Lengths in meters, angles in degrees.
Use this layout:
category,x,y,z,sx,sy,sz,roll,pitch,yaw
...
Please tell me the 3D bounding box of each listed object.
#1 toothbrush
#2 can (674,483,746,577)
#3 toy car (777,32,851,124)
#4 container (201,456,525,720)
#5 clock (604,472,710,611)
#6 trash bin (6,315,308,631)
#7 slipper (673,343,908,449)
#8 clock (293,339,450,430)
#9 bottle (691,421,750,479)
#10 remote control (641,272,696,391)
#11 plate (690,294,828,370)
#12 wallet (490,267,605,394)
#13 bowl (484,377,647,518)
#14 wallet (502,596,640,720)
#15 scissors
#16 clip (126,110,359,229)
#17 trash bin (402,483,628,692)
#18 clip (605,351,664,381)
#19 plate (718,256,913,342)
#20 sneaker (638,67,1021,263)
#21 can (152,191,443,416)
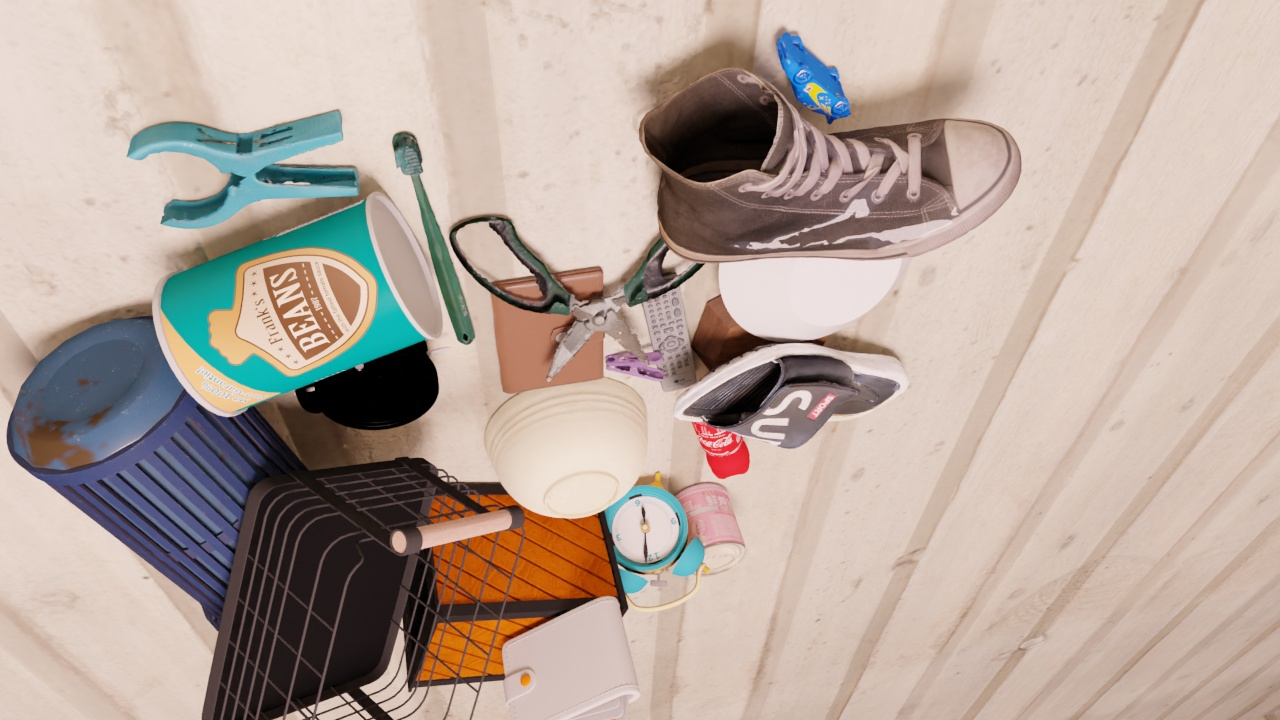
category,x,y,z,sx,sy,sz,roll,pitch,yaw
toothbrush,-0.140,-0.075,0.635,0.016,0.017,0.190,-14,140,-6
can,0.069,0.176,0.957,0.067,0.076,0.067,-10,140,-9
toy car,0.102,-0.170,0.608,0.062,0.033,0.092,-31,145,34
container,-0.195,0.197,0.670,0.162,0.130,0.241,-2,113,-54
clock,0.009,0.179,0.900,0.099,0.129,0.044,-17,159,-2
trash bin,-0.321,0.089,0.668,0.139,0.139,0.250,-17,139,0
slipper,0.146,0.038,0.798,0.263,0.063,0.111,2,146,-44
clock,-0.210,0.006,0.684,0.120,0.042,0.091,7,135,-27
bottle,0.072,0.064,0.854,0.042,0.041,0.142,-20,140,3
remote control,0.024,-0.020,0.761,0.033,0.013,0.137,-16,141,-1
plate,0.109,-0.020,0.783,0.131,0.025,0.131,-10,140,-9
wallet,-0.071,-0.020,0.726,0.087,0.013,0.121,-9,138,-10
bowl,-0.058,0.090,0.812,0.150,0.075,0.151,-10,141,-9
wallet,-0.058,0.275,0.772,0.118,0.115,0.037,-29,139,13
scissors,-0.039,-0.069,0.671,0.205,0.015,0.202,27,114,-33
clip,-0.238,-0.102,0.563,0.130,0.030,0.120,2,132,-21
trash bin,-0.129,0.212,0.877,0.171,0.139,0.140,4,136,-24
clip,-0.005,0.005,0.771,0.050,0.013,0.029,3,140,10
plate,0.147,-0.075,0.698,0.173,0.036,0.174,-11,130,-14
sneaker,0.118,-0.125,0.569,0.235,0.095,0.120,0,162,12
can,-0.215,-0.035,0.589,0.144,0.099,0.099,-21,141,4
